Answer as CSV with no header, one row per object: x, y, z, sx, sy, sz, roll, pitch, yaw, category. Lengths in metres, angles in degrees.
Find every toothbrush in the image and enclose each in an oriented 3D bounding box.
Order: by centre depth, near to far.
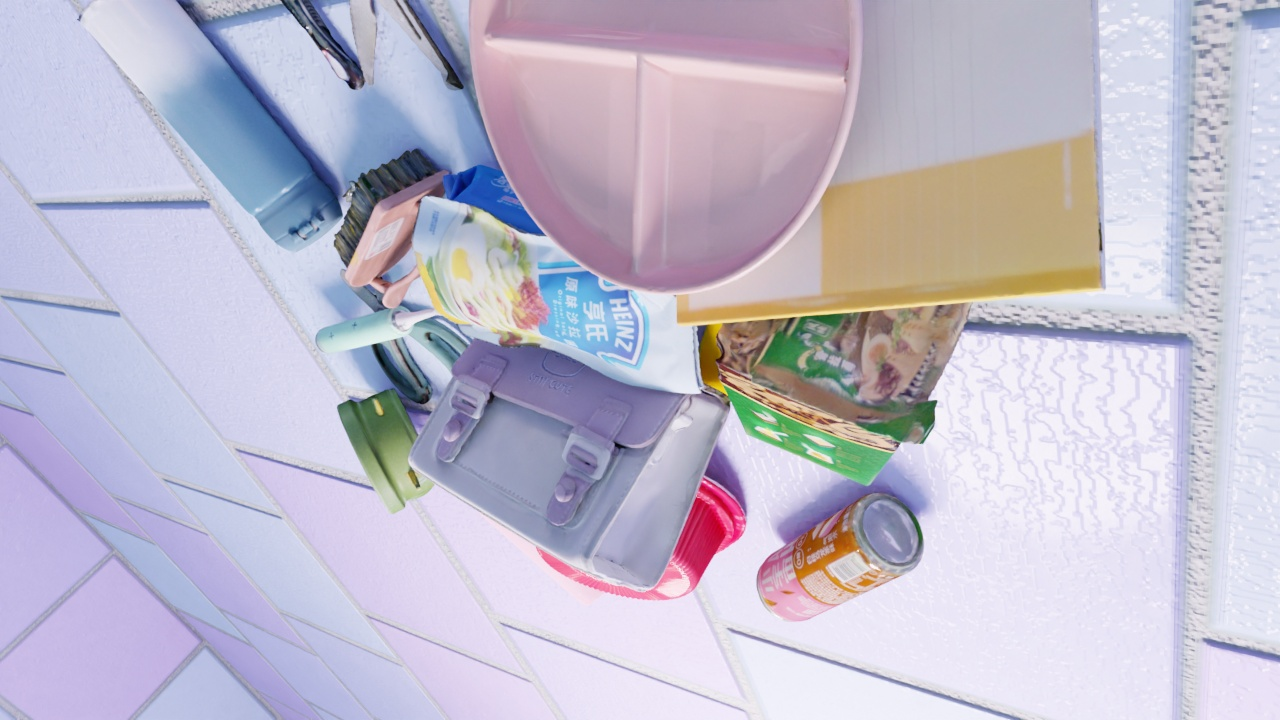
-0.219,-0.030,0.780,0.026,0.027,0.225,26,157,-38,toothbrush

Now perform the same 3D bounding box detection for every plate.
0.004,-0.145,0.431,0.230,0.028,0.230,18,119,37,plate

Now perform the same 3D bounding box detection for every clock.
-0.240,0.084,0.888,0.116,0.056,0.161,64,166,0,clock

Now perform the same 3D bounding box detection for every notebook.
0.095,-0.094,0.411,0.207,0.010,0.146,-2,88,42,notebook

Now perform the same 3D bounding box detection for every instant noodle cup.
-0.013,0.141,0.744,0.194,0.065,0.194,11,148,7,instant noodle cup

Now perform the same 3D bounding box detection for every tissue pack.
-0.058,-0.069,0.609,0.157,0.052,0.095,23,143,20,tissue pack

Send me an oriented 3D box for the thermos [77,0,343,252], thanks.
-0.318,-0.181,0.699,0.070,0.070,0.220,-12,122,47,thermos

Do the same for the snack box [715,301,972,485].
0.112,0.002,0.505,0.117,0.118,0.106,23,154,20,snack box

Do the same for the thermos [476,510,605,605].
-0.106,0.144,0.879,0.198,0.067,0.087,43,174,-7,thermos

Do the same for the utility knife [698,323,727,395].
0.057,-0.013,0.603,0.033,0.015,0.155,24,142,8,utility knife

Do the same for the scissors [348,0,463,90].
-0.171,-0.256,0.531,0.189,0.015,0.223,34,144,5,scissors

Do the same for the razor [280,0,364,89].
-0.225,-0.238,0.592,0.043,0.022,0.143,0,130,43,razor

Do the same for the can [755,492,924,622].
0.141,0.147,0.669,0.058,0.057,0.148,38,144,0,can

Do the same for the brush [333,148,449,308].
-0.185,-0.090,0.685,0.073,0.063,0.146,51,144,-1,brush

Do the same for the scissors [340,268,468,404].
-0.213,-0.012,0.833,0.173,0.019,0.179,41,145,-6,scissors

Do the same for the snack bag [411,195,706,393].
-0.051,-0.039,0.558,0.191,0.038,0.110,16,128,26,snack bag

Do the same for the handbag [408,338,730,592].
-0.054,0.053,0.640,0.197,0.144,0.098,20,168,38,handbag
